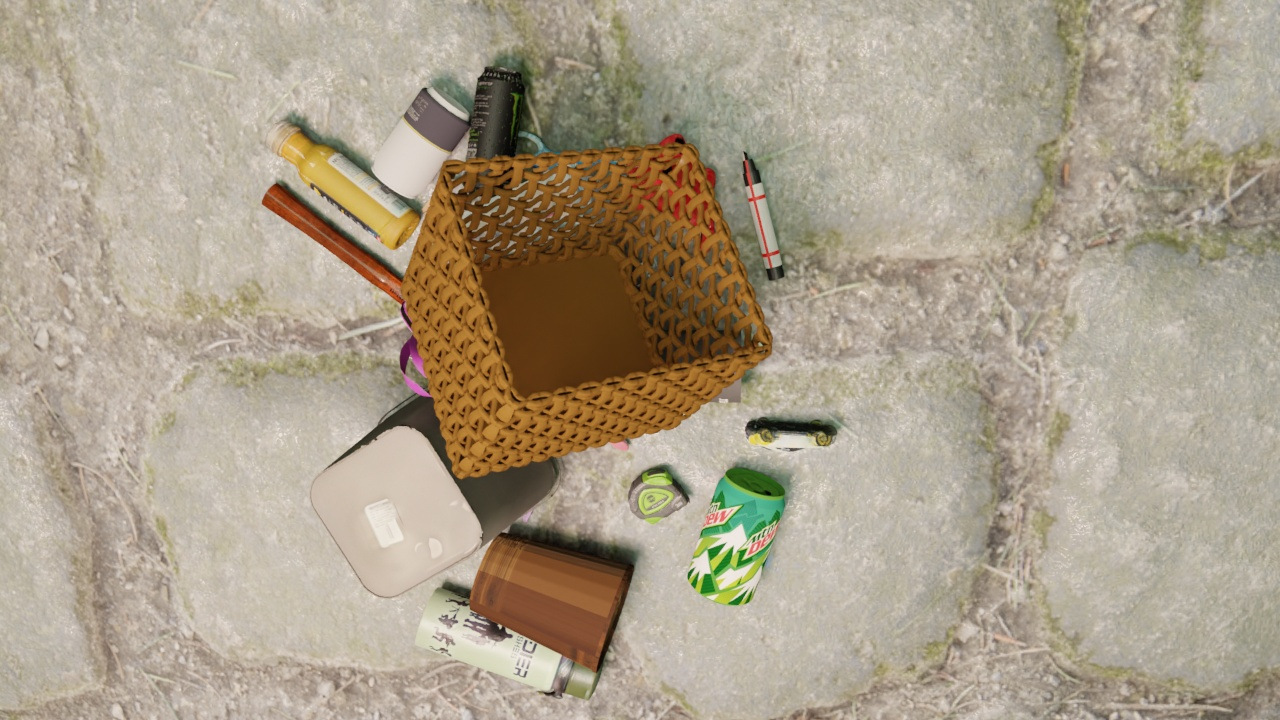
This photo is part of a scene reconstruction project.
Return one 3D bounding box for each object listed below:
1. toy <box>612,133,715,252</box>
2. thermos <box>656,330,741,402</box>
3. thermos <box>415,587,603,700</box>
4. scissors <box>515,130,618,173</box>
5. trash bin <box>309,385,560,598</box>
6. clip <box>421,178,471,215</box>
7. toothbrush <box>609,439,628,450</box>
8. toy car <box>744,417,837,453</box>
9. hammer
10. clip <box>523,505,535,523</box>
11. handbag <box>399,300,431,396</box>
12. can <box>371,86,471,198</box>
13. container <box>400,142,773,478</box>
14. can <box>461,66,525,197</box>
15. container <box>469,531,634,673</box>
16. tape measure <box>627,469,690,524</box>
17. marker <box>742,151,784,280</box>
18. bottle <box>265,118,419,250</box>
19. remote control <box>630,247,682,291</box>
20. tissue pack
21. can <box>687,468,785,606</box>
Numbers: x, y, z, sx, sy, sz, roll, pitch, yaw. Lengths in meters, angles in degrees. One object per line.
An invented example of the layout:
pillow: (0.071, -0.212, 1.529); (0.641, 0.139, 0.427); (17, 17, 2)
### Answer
toy: (0.035, -0.177, 1.019); (0.094, 0.087, 0.133); (-12, 126, 41)
thermos: (-0.006, 0.006, 1.047); (0.240, 0.082, 0.082); (0, 103, 6)
thermos: (-0.161, 0.361, 1.150); (0.231, 0.082, 0.082); (19, 104, 1)
scissors: (-0.091, -0.225, 1.038); (0.135, 0.015, 0.066); (2, 101, 4)
trash bin: (-0.229, 0.136, 1.023); (0.198, 0.219, 0.197); (-30, 94, 13)
clip: (-0.222, -0.180, 1.057); (0.060, 0.024, 0.039); (-39, 94, 23)
toothbrush: (-0.075, 0.077, 1.107); (0.135, 0.016, 0.022); (25, 104, 2)
toy car: (0.174, 0.088, 1.064); (0.105, 0.048, 0.033); (2, 103, 6)
hammer: (-0.316, -0.106, 1.082); (0.300, 0.028, 0.111); (37, 103, -3)
clip: (-0.144, 0.176, 1.138); (0.041, 0.014, 0.052); (14, 107, 3)
handbag: (-0.206, -0.009, 0.988); (0.144, 0.169, 0.068); (40, 111, -8)
can: (-0.248, -0.238, 1.024); (0.064, 0.064, 0.127); (39, 104, -4)
container: (-0.063, -0.044, 0.863); (0.251, 0.215, 0.219); (-11, 73, -27)
can: (-0.161, -0.248, 1.010); (0.054, 0.054, 0.138); (10, 96, 4)
container: (-0.108, 0.282, 1.107); (0.167, 0.132, 0.132); (18, 105, 7)
tape measure: (0.017, 0.162, 1.107); (0.066, 0.035, 0.058); (-31, 107, 9)
marker: (0.135, -0.161, 1.023); (0.019, 0.019, 0.145); (-14, 101, 9)
bottle: (-0.342, -0.202, 1.048); (0.186, 0.053, 0.053); (38, 104, -3)
remote control: (-0.016, -0.089, 1.060); (0.136, 0.015, 0.032); (-25, 99, 9)
tissue pack: (-0.125, -0.153, 1.005); (0.182, 0.112, 0.070); (-21, 92, 11)
can: (0.114, 0.207, 1.081); (0.083, 0.083, 0.144); (17, 104, 2)
